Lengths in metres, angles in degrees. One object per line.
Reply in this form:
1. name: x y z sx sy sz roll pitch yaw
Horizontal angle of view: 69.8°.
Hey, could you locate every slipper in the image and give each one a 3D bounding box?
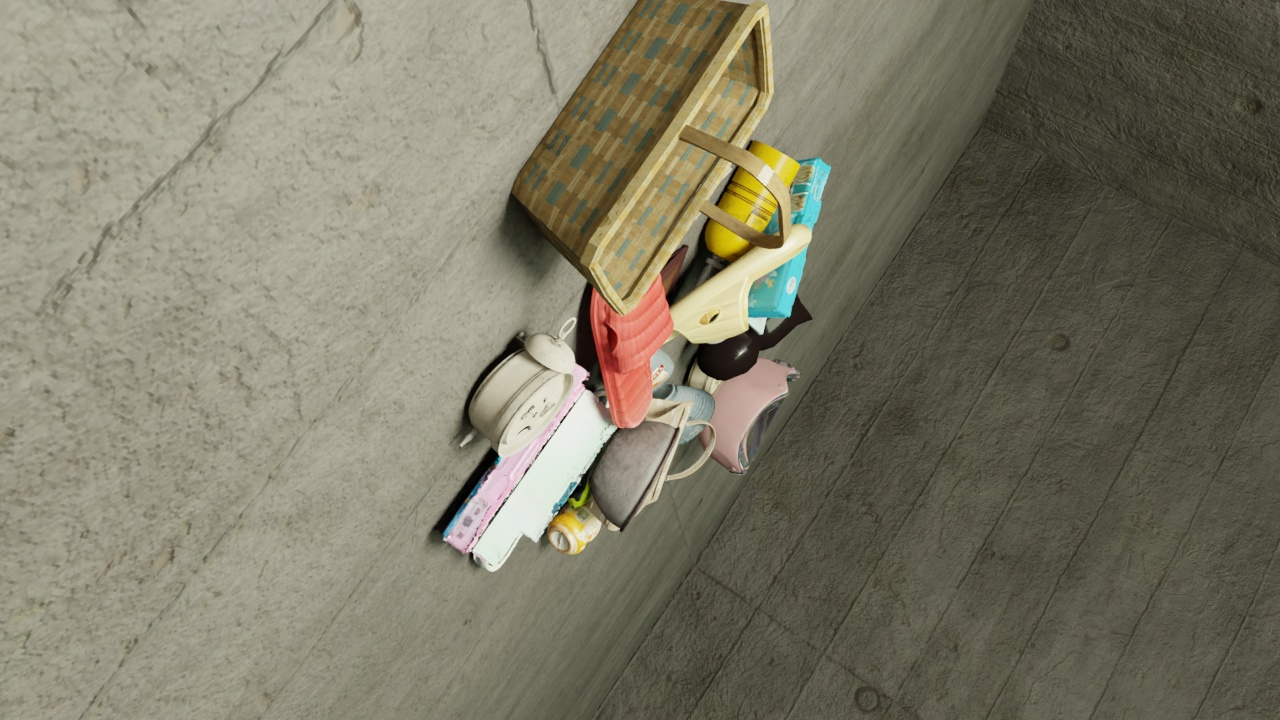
1. slipper: -0.001 -0.024 1.012 0.103 0.059 0.249 -47 144 -46
2. slipper: 0.121 -0.077 1.185 0.262 0.079 0.111 -36 170 11
3. slipper: -0.104 0.154 1.134 0.263 0.063 0.111 -51 163 -16

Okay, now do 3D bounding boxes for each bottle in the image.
1. bottle: -0.085 0.230 1.323 0.108 0.063 0.063 -39 155 -46
2. bottle: 0.136 -0.194 1.186 0.164 0.071 0.071 -61 164 10
3. bottle: -0.007 0.007 1.158 0.072 0.046 0.161 -37 165 6

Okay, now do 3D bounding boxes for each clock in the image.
1. clock: 0.105 0.032 1.546 0.140 0.054 0.093 -62 165 -13
2. clock: -0.108 0.019 0.872 0.157 0.061 0.103 -56 165 19

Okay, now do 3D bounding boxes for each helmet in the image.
1. helmet: 0.190 0.093 1.733 0.254 0.152 0.230 -27 142 -64

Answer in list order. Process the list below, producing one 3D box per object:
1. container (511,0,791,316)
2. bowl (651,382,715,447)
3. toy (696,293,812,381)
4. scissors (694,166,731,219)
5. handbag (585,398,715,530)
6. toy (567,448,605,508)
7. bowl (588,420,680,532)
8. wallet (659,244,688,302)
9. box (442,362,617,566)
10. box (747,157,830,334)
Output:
1. container: 0.039 -0.156 0.750 0.249 0.186 0.157 -57 164 -6
2. bowl: 0.039 0.070 1.376 0.136 0.137 0.057 -49 122 -30
3. toy: 0.165 -0.043 1.424 0.183 0.140 0.159 -51 163 -23
4. scissors: 0.072 -0.209 1.071 0.117 0.014 0.161 -55 167 -6
5. handbag: 0.036 0.131 1.278 0.197 0.062 0.176 -5 123 -44
6. toy: -0.075 0.163 1.286 0.093 0.036 0.094 -62 171 -5
7. bowl: -0.016 0.129 1.114 0.145 0.067 0.145 -60 180 -1
8. wallet: 0.021 -0.086 1.144 0.115 0.018 0.092 -43 158 -48
9. box: -0.122 0.117 1.018 0.230 0.063 0.160 -55 156 -11
10. box: 0.188 -0.163 1.299 0.170 0.085 0.227 133 -26 -79
